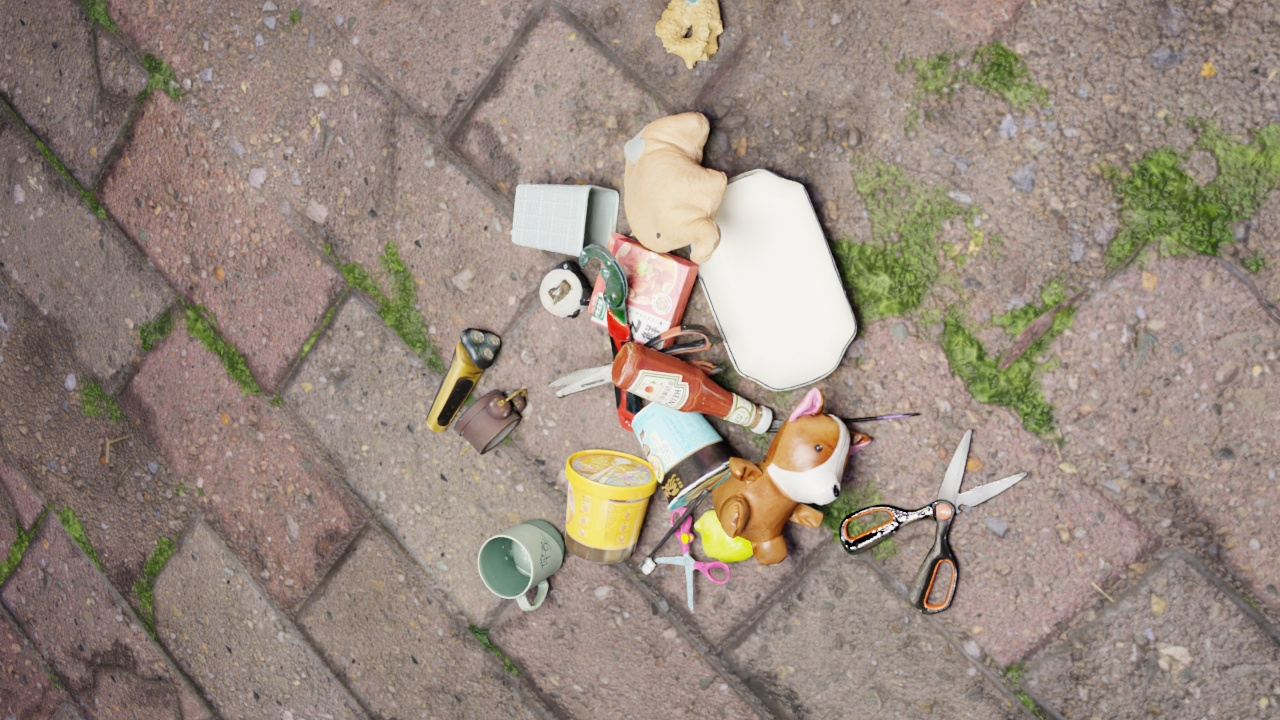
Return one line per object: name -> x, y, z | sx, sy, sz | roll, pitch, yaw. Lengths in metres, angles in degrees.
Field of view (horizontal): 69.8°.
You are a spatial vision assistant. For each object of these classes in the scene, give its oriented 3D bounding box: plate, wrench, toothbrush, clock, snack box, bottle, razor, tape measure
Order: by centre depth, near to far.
bottle -> 0.065, 0.039, 1.103 | 0.206, 0.059, 0.060 | 23, 105, -18
toothbrush -> 0.239, 0.072, 1.108 | 0.189, 0.014, 0.016 | -8, 79, 22
plate -> 0.160, -0.097, 1.112 | 0.162, 0.034, 0.265 | -23, 86, 23
wrench -> -0.029, -0.020, 1.137 | 0.056, 0.016, 0.274 | 10, 128, 28
snack box -> -0.006, -0.087, 1.142 | 0.127, 0.044, 0.113 | 23, 108, 18
toothbrush -> 0.043, 0.219, 1.166 | 0.018, 0.015, 0.182 | 48, 130, 20
tape measure -> -0.099, -0.090, 1.217 | 0.066, 0.033, 0.065 | -40, 78, 19
clock -> -0.199, 0.076, 1.246 | 0.055, 0.082, 0.122 | 47, 110, 7
razor -> -0.252, 0.031, 1.279 | 0.168, 0.062, 0.067 | -58, 44, 21

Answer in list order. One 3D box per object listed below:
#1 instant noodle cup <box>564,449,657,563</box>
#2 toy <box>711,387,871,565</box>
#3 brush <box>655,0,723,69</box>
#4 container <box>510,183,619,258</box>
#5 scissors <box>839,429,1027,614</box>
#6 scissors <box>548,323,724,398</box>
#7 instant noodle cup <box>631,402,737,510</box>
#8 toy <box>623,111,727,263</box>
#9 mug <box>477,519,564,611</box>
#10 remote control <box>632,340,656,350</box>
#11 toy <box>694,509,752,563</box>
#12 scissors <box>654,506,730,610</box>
instant noodle cup -> -0.044, 0.189, 1.179 | 0.118, 0.118, 0.114 | 15, 107, 20
toy -> 0.176, 0.138, 1.072 | 0.199, 0.140, 0.130 | -48, 37, 0
brush -> 0.082, -0.482, 1.100 | 0.083, 0.045, 0.255 | 23, 108, 22
container -> -0.099, -0.182, 1.182 | 0.112, 0.089, 0.090 | 10, 98, 24
scissors -> 0.336, 0.190, 1.074 | 0.228, 0.021, 0.221 | -1, 94, 22
scissors -> -0.003, 0.016, 1.134 | 0.198, 0.015, 0.205 | 24, 128, -20
instant noodle cup -> 0.050, 0.107, 1.143 | 0.111, 0.111, 0.120 | -40, 72, 20
toy -> 0.041, -0.191, 1.096 | 0.144, 0.082, 0.225 | -38, 53, 38
mug -> -0.152, 0.275, 1.230 | 0.082, 0.106, 0.111 | -17, 88, 21
remote control -> 0.008, -0.027, 1.185 | 0.049, 0.024, 0.125 | -13, 90, 22
toy -> 0.121, 0.218, 1.157 | 0.097, 0.031, 0.100 | 42, 104, 17
scissors -> 0.065, 0.253, 1.169 | 0.135, 0.017, 0.133 | -1, 93, 45
